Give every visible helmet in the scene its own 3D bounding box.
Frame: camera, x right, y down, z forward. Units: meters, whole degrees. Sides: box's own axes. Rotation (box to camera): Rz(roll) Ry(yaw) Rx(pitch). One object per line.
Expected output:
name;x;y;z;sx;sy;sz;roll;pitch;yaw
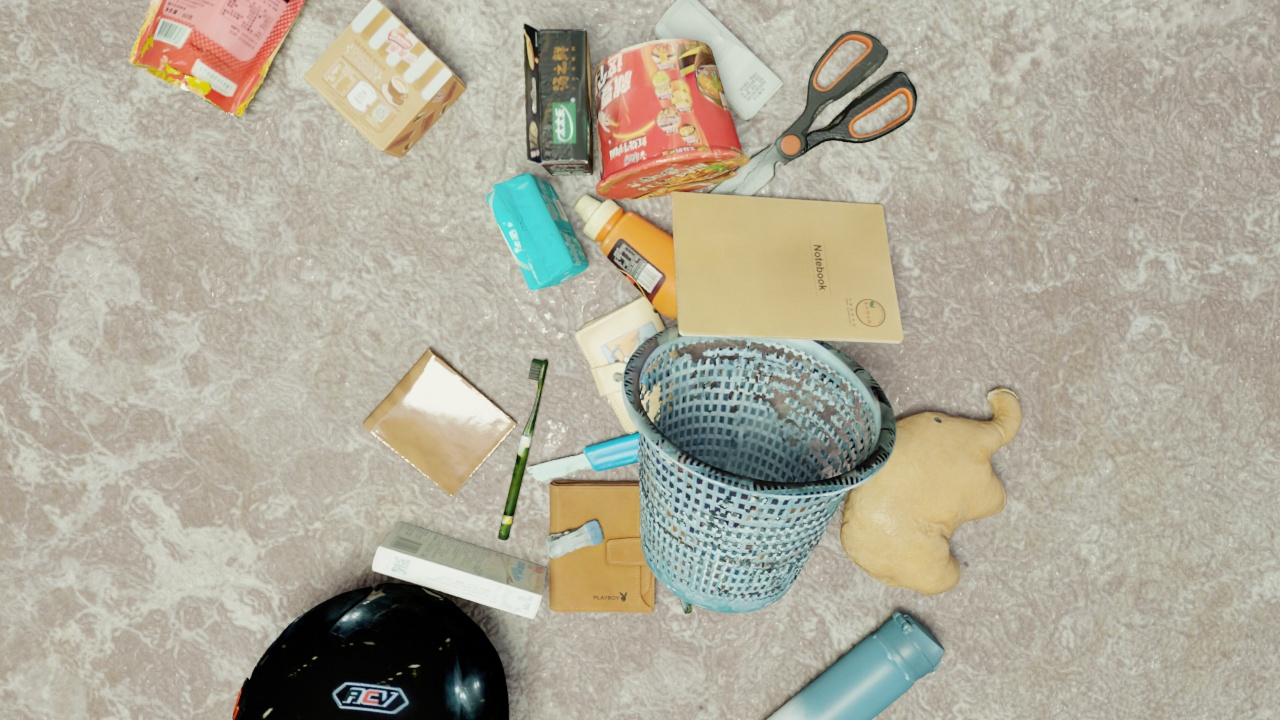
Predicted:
helmet;-0.229;0.311;0.804;0.233;0.275;0.229;14;70;-7

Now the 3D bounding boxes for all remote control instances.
remote control;0.072;-0.283;0.855;0.125;0.024;0.049;42;95;-6

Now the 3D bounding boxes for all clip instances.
clip;-0.064;0.172;0.882;0.056;0.026;0.024;-16;98;-4

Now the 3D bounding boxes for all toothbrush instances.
toothbrush;-0.118;0.088;0.903;0.017;0.012;0.186;14;97;3

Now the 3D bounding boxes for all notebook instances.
notebook;0.133;-0.086;0.839;0.207;0.008;0.147;2;67;-9

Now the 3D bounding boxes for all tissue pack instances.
tissue pack;-0.091;-0.113;0.818;0.050;0.133;0.093;-25;93;6

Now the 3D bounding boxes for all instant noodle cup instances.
instant noodle cup;0.018;-0.212;0.813;0.138;0.138;0.108;-11;89;0

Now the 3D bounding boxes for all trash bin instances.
trash bin;0.084;0.104;0.805;0.226;0.226;0.195;8;126;-2

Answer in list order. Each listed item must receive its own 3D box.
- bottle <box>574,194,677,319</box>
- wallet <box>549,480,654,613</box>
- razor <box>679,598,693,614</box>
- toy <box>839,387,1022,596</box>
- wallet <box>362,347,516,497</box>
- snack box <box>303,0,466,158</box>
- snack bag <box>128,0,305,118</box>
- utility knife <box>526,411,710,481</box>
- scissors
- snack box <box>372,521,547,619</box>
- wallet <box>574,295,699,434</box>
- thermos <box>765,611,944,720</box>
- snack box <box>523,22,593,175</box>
bottle;-0.001;-0.103;0.859;0.149;0.066;0.067;39;94;1
wallet;-0.037;0.185;0.908;0.108;0.031;0.132;1;98;0
razor;0.098;0.209;0.913;0.132;0.028;0.043;-23;66;4
toy;0.282;0.114;0.884;0.143;0.082;0.226;30;92;-9
wallet;-0.195;0.062;0.895;0.115;0.020;0.101;42;94;-8
snack box;-0.226;-0.250;0.826;0.093;0.077;0.094;44;95;-6
snack bag;-0.365;-0.335;0.824;0.128;0.073;0.208;25;91;-8
utility knife;-0.012;0.087;0.900;0.203;0.018;0.034;-14;99;-1
scissors;0.145;-0.223;0.869;0.234;0.021;0.161;-14;91;5
snack box;-0.169;0.199;0.878;0.157;0.084;0.027;19;95;-3
wallet;-0.005;0.005;0.890;0.087;0.024;0.115;-27;97;-3
thermos;0.203;0.339;0.913;0.220;0.070;0.070;-40;96;3
snack box;-0.070;-0.225;0.808;0.053;0.125;0.113;-1;97;-1
